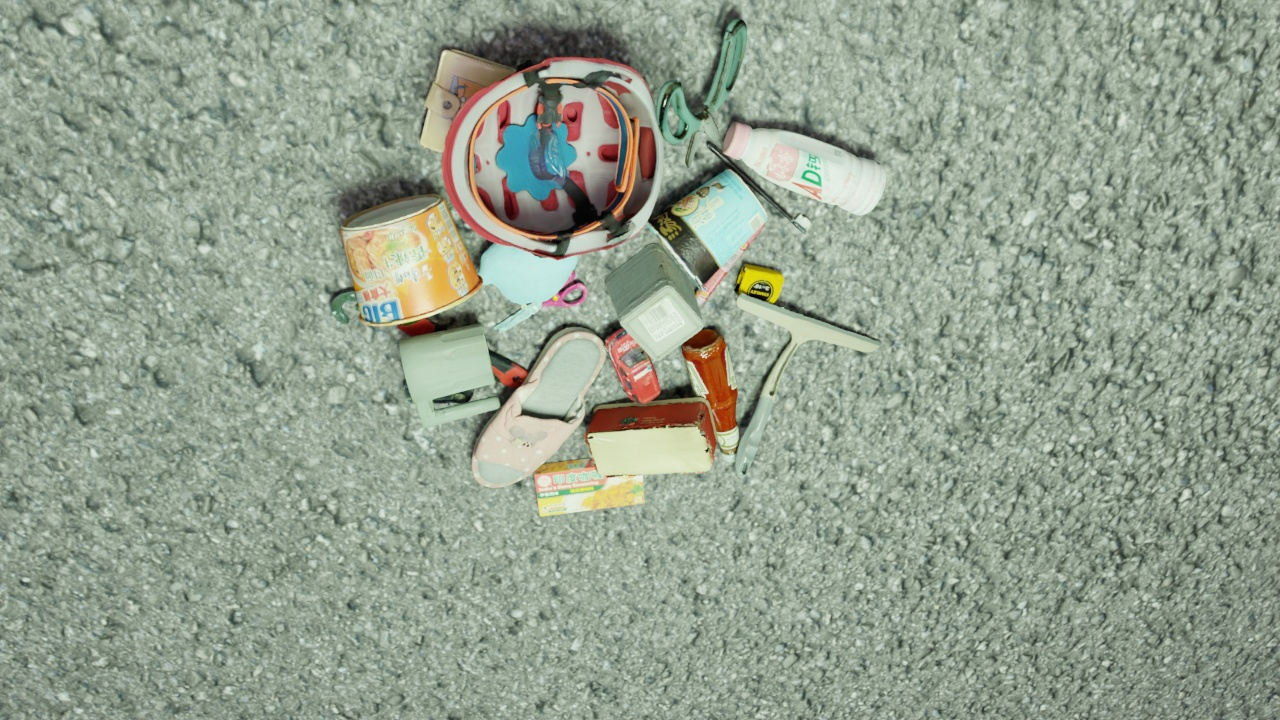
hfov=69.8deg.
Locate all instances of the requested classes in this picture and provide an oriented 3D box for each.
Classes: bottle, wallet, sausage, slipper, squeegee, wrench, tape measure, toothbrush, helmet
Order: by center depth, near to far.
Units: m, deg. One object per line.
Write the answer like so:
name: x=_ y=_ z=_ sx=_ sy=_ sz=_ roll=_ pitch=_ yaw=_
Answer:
helmet: x=-0.103 y=-0.221 z=1.008 sx=0.239 sy=0.144 sz=0.207 roll=-9 pitch=107 yaw=-15
wallet: x=-0.198 y=-0.285 z=1.034 sx=0.087 sy=0.024 sz=0.115 roll=12 pitch=119 yaw=-21
bottle: x=0.195 y=-0.236 z=1.102 sx=0.197 sy=0.068 sz=0.068 roll=17 pitch=116 yaw=-14
toothbrush: x=0.148 y=-0.214 z=1.136 sx=0.181 sy=0.015 sz=0.018 roll=34 pitch=104 yaw=-26
sausage: x=0.111 y=-0.127 z=1.179 sx=0.020 sy=0.020 sz=0.156 roll=29 pitch=112 yaw=-23
wrench: x=-0.263 y=-0.026 z=1.182 sx=0.273 sy=0.016 sz=0.056 roll=25 pitch=114 yaw=-22
tape measure: x=0.153 y=-0.097 z=1.198 sx=0.060 sy=0.029 sz=0.057 roll=10 pitch=118 yaw=-15
slipper: x=-0.135 y=0.074 z=1.230 sx=0.114 sy=0.054 sz=0.275 roll=24 pitch=112 yaw=-33
bottle: x=0.107 y=0.054 z=1.265 sx=0.060 sy=0.059 sz=0.206 roll=-17 pitch=122 yaw=1
squeegee: x=0.182 y=0.048 z=1.267 sx=0.246 sy=0.039 sz=0.247 roll=16 pitch=105 yaw=-27

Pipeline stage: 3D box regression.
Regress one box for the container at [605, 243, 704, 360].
container: x=0.019 y=-0.070 z=1.143 sx=0.090 sy=0.114 sz=0.090 roll=-37 pitch=120 yaw=13

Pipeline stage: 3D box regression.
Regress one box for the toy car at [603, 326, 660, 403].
toy car: x=-0.007 y=0.007 z=1.214 sx=0.053 sy=0.045 sz=0.120 roll=-34 pitch=130 yaw=-12

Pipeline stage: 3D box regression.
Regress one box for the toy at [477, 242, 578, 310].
toy: x=-0.122 y=-0.134 z=1.120 sx=0.161 sy=0.049 sz=0.156 roll=-5 pitch=111 yaw=-9

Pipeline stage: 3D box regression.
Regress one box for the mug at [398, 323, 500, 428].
mug: x=-0.237 y=0.019 z=1.153 sx=0.103 sy=0.083 sz=0.124 roll=-14 pitch=118 yaw=-8

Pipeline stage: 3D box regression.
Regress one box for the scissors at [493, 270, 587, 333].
scissors: x=-0.135 y=-0.073 z=1.176 sx=0.135 sy=0.017 sz=0.063 roll=-27 pitch=121 yaw=12

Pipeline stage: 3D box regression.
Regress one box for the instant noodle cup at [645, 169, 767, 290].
instant noodle cup: x=0.084 y=-0.165 z=1.110 sx=0.120 sy=0.111 sz=0.111 roll=-40 pitch=119 yaw=5

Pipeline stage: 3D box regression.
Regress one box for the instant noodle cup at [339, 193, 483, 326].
instant noodle cup: x=-0.268 y=-0.120 z=1.055 sx=0.151 sy=0.151 sz=0.111 roll=-14 pitch=114 yaw=-1

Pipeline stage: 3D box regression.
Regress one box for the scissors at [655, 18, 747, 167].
scissors: x=0.070 y=-0.302 z=1.008 sx=0.019 sy=0.173 sz=0.170 roll=25 pitch=98 yaw=23

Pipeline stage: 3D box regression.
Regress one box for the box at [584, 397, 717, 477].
box: x=0.015 y=0.112 z=1.243 sx=0.168 sy=0.079 sz=0.091 roll=-5 pitch=123 yaw=18

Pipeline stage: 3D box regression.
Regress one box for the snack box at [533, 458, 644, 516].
snack box: x=-0.073 y=0.179 z=1.329 sx=0.155 sy=0.027 sz=0.077 roll=-6 pitch=120 yaw=-5

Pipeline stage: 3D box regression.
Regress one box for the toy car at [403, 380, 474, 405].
toy car: x=-0.264 y=0.039 z=1.207 sx=0.090 sy=0.042 sz=0.034 roll=-2 pitch=148 yaw=-4
